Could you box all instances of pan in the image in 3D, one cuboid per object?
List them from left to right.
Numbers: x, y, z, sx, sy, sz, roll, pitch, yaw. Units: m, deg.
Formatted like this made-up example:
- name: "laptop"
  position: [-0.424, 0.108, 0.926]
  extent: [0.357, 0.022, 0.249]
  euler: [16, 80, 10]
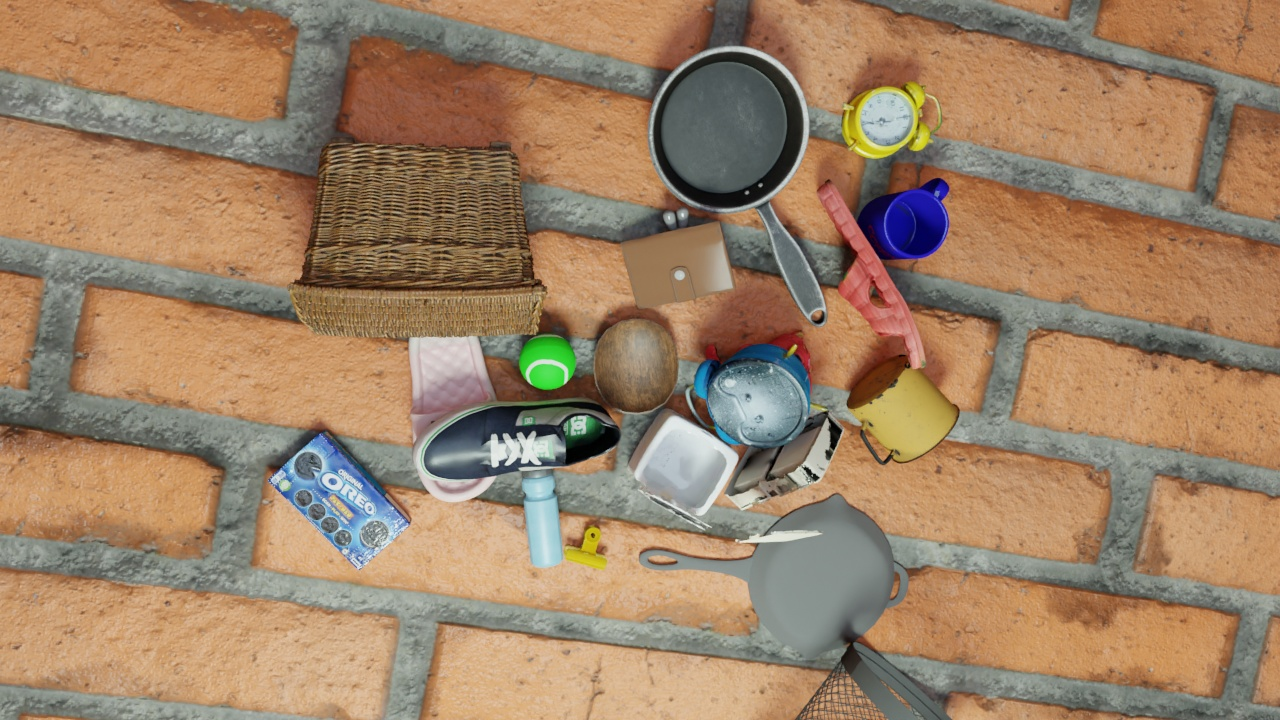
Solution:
- name: "pan"
  position: [0.140, -0.195, 1.087]
  extent: [0.187, 0.055, 0.357]
  euler: [-28, 112, 5]
- name: "pan"
  position: [0.173, 0.269, 1.153]
  extent: [0.354, 0.024, 0.216]
  euler: [8, 94, -9]

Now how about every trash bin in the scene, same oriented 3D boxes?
- name: "trash bin"
  position: [0.265, 0.500, 1.098]
  extent: [0.218, 0.217, 0.227]
  euler: [39, 93, -10]

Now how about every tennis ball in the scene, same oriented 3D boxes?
- name: "tennis ball"
  position: [-0.108, 0.001, 1.065]
  extent: [0.065, 0.065, 0.065]
  euler: [-1, 96, -8]

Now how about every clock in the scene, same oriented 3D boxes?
- name: "clock"
  position: [0.123, 0.041, 1.053]
  extent: [0.162, 0.060, 0.117]
  euler: [-15, 112, 31]
- name: "clock"
  position: [0.300, -0.288, 1.098]
  extent: [0.119, 0.057, 0.083]
  euler: [-10, 96, -1]

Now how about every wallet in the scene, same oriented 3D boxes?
- name: "wallet"
  position: [0.044, -0.110, 1.074]
  extent: [0.121, 0.013, 0.087]
  euler: [-11, 113, 13]

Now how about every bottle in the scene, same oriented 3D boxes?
- name: "bottle"
  position: [-0.118, 0.179, 1.094]
  extent: [0.040, 0.040, 0.130]
  euler: [-6, 96, -8]

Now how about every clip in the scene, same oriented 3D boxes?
- name: "clip"
  position: [-0.064, 0.228, 1.119]
  extent: [0.054, 0.045, 0.049]
  euler: [17, 51, -8]

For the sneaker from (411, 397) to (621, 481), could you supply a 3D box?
- name: "sneaker"
  position: [-0.134, 0.091, 1.029]
  extent: [0.235, 0.079, 0.084]
  euler: [-9, 107, -24]

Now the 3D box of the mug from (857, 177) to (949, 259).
- name: "mug"
  position: [0.323, -0.173, 1.100]
  extent: [0.079, 0.083, 0.111]
  euler: [42, 89, -10]

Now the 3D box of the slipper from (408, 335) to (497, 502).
- name: "slipper"
  position: [-0.215, 0.053, 1.060]
  extent: [0.106, 0.056, 0.221]
  euler: [-7, 95, -9]

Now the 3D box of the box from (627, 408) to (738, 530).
- name: "box"
  position: [0.050, 0.135, 1.066]
  extent: [0.109, 0.136, 0.121]
  euler: [32, 89, -8]

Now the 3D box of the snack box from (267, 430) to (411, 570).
- name: "snack box"
  position: [-0.346, 0.162, 1.066]
  extent: [0.082, 0.027, 0.150]
  euler: [-43, 100, -3]

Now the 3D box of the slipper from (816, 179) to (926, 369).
- name: "slipper"
  position: [0.260, -0.094, 1.082]
  extent: [0.059, 0.103, 0.248]
  euler: [-29, 78, 12]

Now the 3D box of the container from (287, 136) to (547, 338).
- name: "container"
  position: [-0.232, -0.130, 0.976]
  extent: [0.249, 0.162, 0.183]
  euler: [-1, 77, -11]

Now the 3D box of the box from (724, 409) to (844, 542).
- name: "box"
  position: [0.160, 0.158, 1.045]
  extent: [0.070, 0.144, 0.185]
  euler: [44, 52, -11]

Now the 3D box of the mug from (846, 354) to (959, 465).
- name: "mug"
  position: [0.308, 0.064, 1.109]
  extent: [0.094, 0.101, 0.123]
  euler: [46, 68, -8]

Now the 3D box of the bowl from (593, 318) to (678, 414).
- name: "bowl"
  position: [-0.007, 0.006, 1.100]
  extent: [0.102, 0.026, 0.114]
  euler: [-3, 96, -7]

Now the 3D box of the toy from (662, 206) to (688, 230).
- name: "toy"
  position: [0.050, -0.126, 1.090]
  extent: [0.049, 0.030, 0.112]
  euler: [-14, 113, -7]

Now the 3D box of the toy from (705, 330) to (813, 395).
- name: "toy"
  position: [0.147, 0.004, 1.115]
  extent: [0.133, 0.093, 0.088]
  euler: [7, 120, 18]
